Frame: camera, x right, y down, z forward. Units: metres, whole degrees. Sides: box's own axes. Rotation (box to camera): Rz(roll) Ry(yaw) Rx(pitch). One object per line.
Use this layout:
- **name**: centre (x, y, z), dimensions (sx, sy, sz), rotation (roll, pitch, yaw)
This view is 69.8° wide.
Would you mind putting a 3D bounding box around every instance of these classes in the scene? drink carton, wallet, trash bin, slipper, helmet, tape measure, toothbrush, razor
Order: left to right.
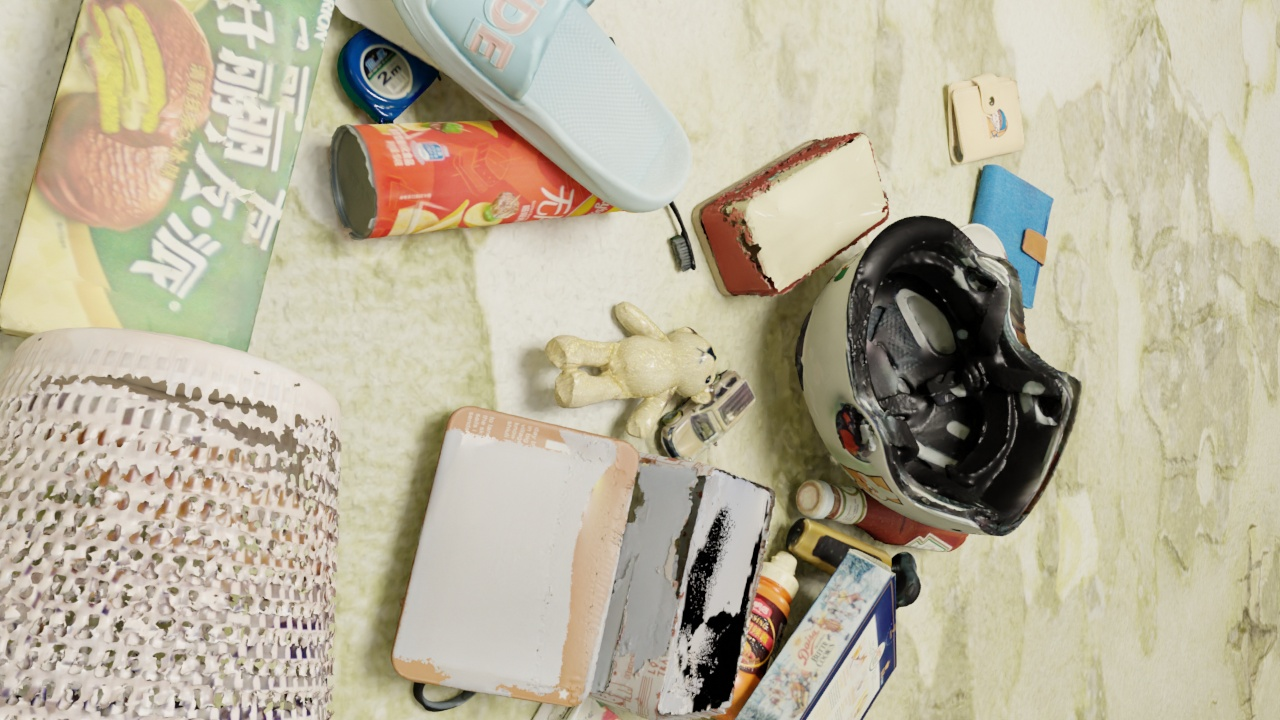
- **trash bin**: centre (-0.235, 0.096, 0.436), dimensions (0.227, 0.228, 0.192), rotation (19, 68, -35)
- **tape measure**: centre (-0.162, -0.181, 0.578), dimensions (0.054, 0.025, 0.058), rotation (46, 56, -22)
- **slipper**: centre (-0.052, -0.190, 0.554), dimensions (0.245, 0.074, 0.103), rotation (44, 60, -21)
- **drink carton**: centre (-0.025, 0.293, 0.683), dimensions (0.122, 0.046, 0.053), rotation (46, 65, -29)
- **toothbrush**: centre (0.007, -0.156, 0.711), dimensions (0.016, 0.014, 0.189), rotation (-24, 106, -9)
- **razor**: centre (0.192, 0.181, 0.823), dimensions (0.167, 0.068, 0.062), rotation (30, 86, -34)
- **helmet**: centre (0.234, 0.022, 0.796), dimensions (0.274, 0.157, 0.229), rotation (49, 62, -11)
- **wallet**: centre (0.362, -0.256, 0.961), dimensions (0.115, 0.024, 0.087), rotation (-18, 101, -33)
- **wallet**: centre (0.392, -0.130, 0.980), dimensions (0.106, 0.040, 0.133), rotation (19, 81, -31)

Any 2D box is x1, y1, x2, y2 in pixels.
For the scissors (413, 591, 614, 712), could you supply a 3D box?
- **scissors**: centre (-0.084, 0.204, 0.661), dimensions (0.174, 0.014, 0.135), rotation (33, 72, -35)

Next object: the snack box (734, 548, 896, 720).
- **snack box**: centre (0.153, 0.280, 0.771), dimensions (0.182, 0.046, 0.178), rotation (-47, 143, -26)

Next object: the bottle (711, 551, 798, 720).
- **bottle**: centre (0.090, 0.221, 0.760), dimensions (0.067, 0.067, 0.149), rotation (53, 56, -25)

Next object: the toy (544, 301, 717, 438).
- **toy**: centre (-0.004, 0.004, 0.676), dimensions (0.157, 0.066, 0.105), rotation (-3, 76, -44)

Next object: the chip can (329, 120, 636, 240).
- **chip can**: centre (-0.089, -0.125, 0.607), dimensions (0.216, 0.073, 0.073), rotation (-12, 99, -34)

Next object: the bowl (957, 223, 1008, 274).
- **bowl**: centre (0.305, -0.074, 0.901), dimensions (0.113, 0.062, 0.113), rotation (0, 90, -37)

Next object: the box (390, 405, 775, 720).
- **box**: centre (-0.022, 0.146, 0.634), dimensions (0.273, 0.126, 0.178), rotation (19, 79, -34)

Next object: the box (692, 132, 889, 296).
- **box**: centre (0.134, -0.125, 0.764), dimensions (0.168, 0.080, 0.091), rotation (-34, 112, -31)

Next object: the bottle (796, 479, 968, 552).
- **bottle**: centre (0.227, 0.141, 0.856), dimensions (0.205, 0.060, 0.059), rotation (15, 83, -35)

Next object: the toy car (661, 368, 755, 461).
- **toy car**: centre (0.054, 0.046, 0.740), dimensions (0.090, 0.035, 0.042), rotation (-40, 113, -26)

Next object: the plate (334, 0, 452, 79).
- **plate**: centre (-0.112, -0.263, 0.594), dimensions (0.164, 0.034, 0.163), rotation (25, 68, -33)

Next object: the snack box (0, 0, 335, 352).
- **snack box**: centre (-0.250, -0.118, 0.492), dimensions (0.114, 0.063, 0.240), rotation (16, 82, -34)
